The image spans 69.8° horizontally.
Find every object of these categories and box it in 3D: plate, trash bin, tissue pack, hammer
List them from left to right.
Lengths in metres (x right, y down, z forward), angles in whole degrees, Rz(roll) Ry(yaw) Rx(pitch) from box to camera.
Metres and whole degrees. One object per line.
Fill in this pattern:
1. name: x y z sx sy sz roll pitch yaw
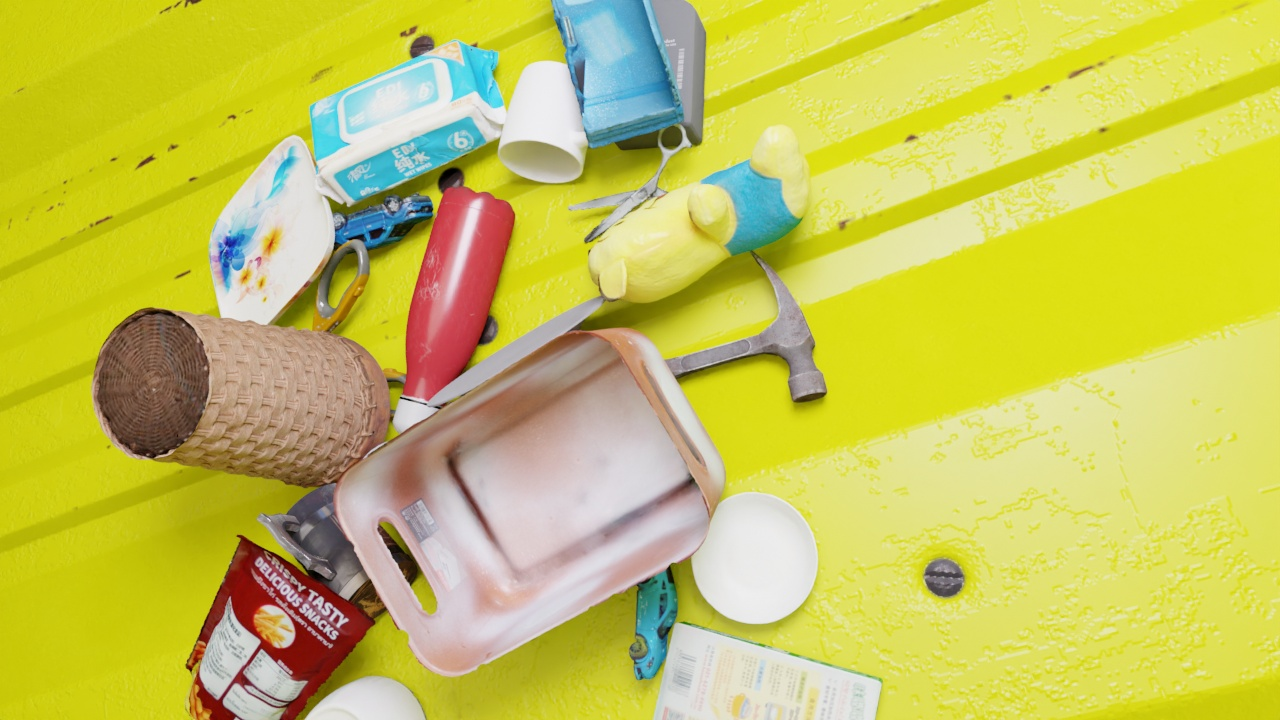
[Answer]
1. trash bin: -0.341 0.037 0.802 0.151 0.210 0.151 -2 83 19
2. plate: -0.383 -0.124 0.954 0.187 0.016 0.186 -40 58 22
3. tissue pack: -0.231 -0.240 0.915 0.209 0.066 0.117 -21 56 5
4. plate: -0.103 -0.005 0.788 0.178 0.178 0.012 -29 100 11
5. trash bin: -0.074 0.100 0.730 0.260 0.157 0.181 -32 88 15
6. hammer: -0.005 0.005 0.816 0.315 0.035 0.137 -16 73 15
7. plate: 0.095 0.161 0.751 0.104 0.026 0.104 -4 77 19

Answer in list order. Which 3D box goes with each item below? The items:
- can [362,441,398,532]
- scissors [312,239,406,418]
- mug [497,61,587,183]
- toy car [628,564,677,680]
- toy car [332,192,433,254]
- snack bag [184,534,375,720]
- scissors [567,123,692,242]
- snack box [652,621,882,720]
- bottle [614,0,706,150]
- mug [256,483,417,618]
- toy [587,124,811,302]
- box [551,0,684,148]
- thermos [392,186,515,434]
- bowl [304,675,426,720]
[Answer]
1. can: -0.216 0.124 0.851 0.054 0.054 0.096 -45 68 5
2. scissors: -0.302 -0.003 0.917 0.229 0.016 0.225 34 102 16
3. mug: -0.074 -0.228 0.862 0.114 0.081 0.087 -3 70 35
4. toy car: 0.013 0.210 0.757 0.032 0.048 0.105 2 77 15
5. toy car: -0.264 -0.138 0.928 0.120 0.056 0.043 -15 95 21
6. snack bag: -0.335 0.256 0.814 0.139 0.066 0.208 39 119 5
7. scissors: 0.016 -0.147 0.847 0.147 0.014 0.142 30 115 -3
8. snack box: 0.093 0.292 0.722 0.168 0.027 0.132 11 82 20
9. bottle: 0.018 -0.290 0.867 0.084 0.046 0.173 0 78 19
10. mug: -0.277 0.173 0.828 0.107 0.115 0.080 42 97 23
11. toy: 0.048 -0.111 0.769 0.214 0.148 0.084 -29 92 16
12. box: -0.035 -0.316 0.797 0.094 0.112 0.231 -15 68 4
13. thermos: -0.182 -0.042 0.866 0.073 0.073 0.239 12 83 21
14. bowl: -0.252 0.341 0.808 0.116 0.065 0.116 -4 76 18
